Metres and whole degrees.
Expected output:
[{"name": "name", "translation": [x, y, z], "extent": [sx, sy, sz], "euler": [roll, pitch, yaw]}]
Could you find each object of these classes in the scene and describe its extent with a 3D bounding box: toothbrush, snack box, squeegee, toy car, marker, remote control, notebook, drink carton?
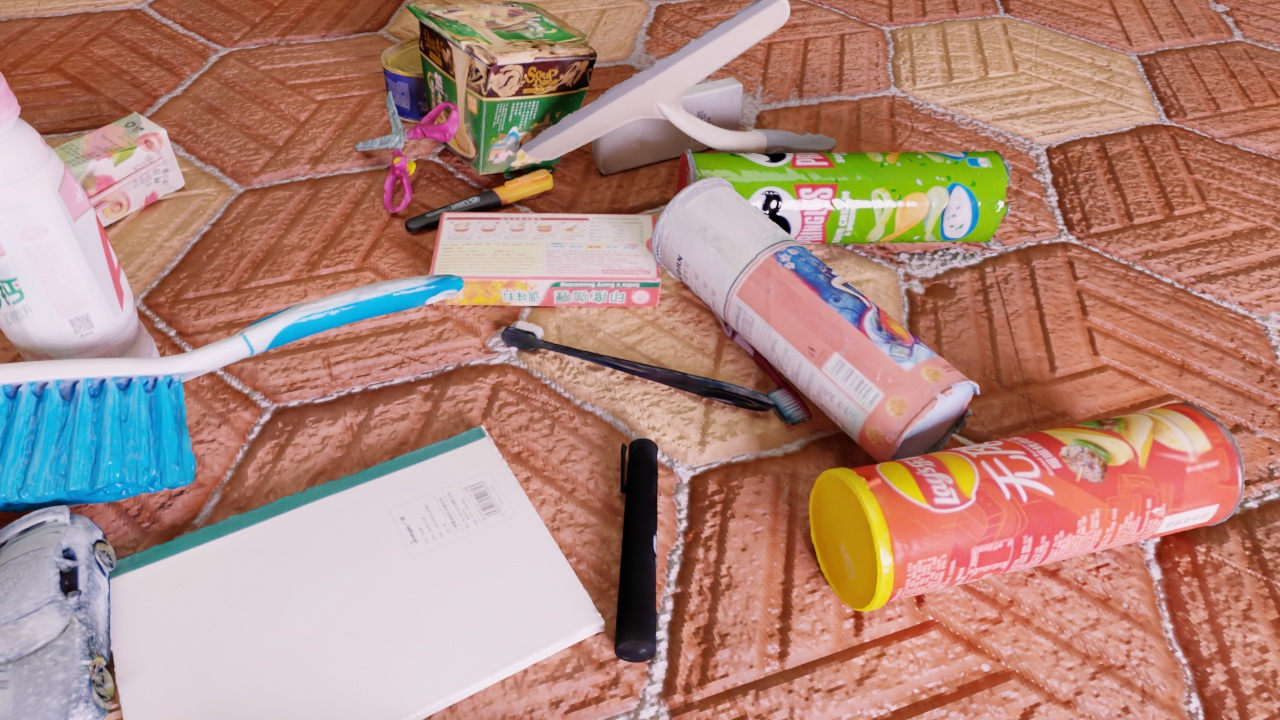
[{"name": "toothbrush", "translation": [0.056, -0.022, 0.610], "extent": [0.017, 0.016, 0.187], "euler": [-24, 50, -13]}, {"name": "snack box", "translation": [-0.113, -0.215, 0.729], "extent": [0.118, 0.106, 0.117], "euler": [-17, 45, -37]}, {"name": "snack box", "translation": [-0.065, -0.072, 0.645], "extent": [0.156, 0.027, 0.076], "euler": [0, 44, -3]}, {"name": "squeegee", "translation": [0.081, -0.173, 0.702], "extent": [0.246, 0.247, 0.039], "euler": [0, 77, -46]}, {"name": "toy car", "translation": [-0.272, 0.121, 0.415], "extent": [0.054, 0.037, 0.120], "euler": [-24, 52, -7]}, {"name": "marker", "translation": [-0.002, 0.094, 0.480], "extent": [0.022, 0.020, 0.131], "euler": [11, 43, -8]}, {"name": "remote control", "translation": [0.023, -0.195, 0.759], "extent": [0.135, 0.056, 0.019], "euler": [-19, 48, -22]}, {"name": "notebook", "translation": [-0.144, 0.117, 0.452], "extent": [0.208, 0.012, 0.150], "euler": [-20, 48, -23]}, {"name": "marker", "translation": [-0.122, -0.122, 0.703], "extent": [0.123, 0.015, 0.018], "euler": [-24, 46, -24]}, {"name": "drink carton", "translation": [-0.398, -0.127, 0.662], "extent": [0.045, 0.054, 0.122], "euler": [27, 49, 22]}, {"name": "toothbrush", "translation": [-0.003, 0.003, 0.577], "extent": [0.181, 0.016, 0.018], "euler": [16, 36, 15]}]

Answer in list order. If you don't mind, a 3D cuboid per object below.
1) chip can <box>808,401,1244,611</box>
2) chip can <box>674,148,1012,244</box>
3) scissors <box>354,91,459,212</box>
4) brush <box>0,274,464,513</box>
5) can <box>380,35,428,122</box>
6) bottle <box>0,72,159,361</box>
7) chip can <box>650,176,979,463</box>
[{"name": "chip can", "translation": [0.201, 0.073, 0.478], "extent": [0.216, 0.073, 0.073], "euler": [-9, 45, -13]}, {"name": "chip can", "translation": [0.147, -0.120, 0.677], "extent": [0.236, 0.072, 0.072], "euler": [-1, 44, -6]}, {"name": "scissors", "translation": [-0.183, -0.176, 0.717], "extent": [0.017, 0.124, 0.133], "euler": [27, 34, -46]}, {"name": "brush", "translation": [-0.247, 0.016, 0.494], "extent": [0.314, 0.061, 0.109], "euler": [-6, 76, -16]}, {"name": "can", "translation": [-0.159, -0.260, 0.821], "extent": [0.147, 0.049, 0.074], "euler": [-29, 52, -29]}, {"name": "bottle", "translation": [-0.320, -0.058, 0.490], "extent": [0.068, 0.197, 0.068], "euler": [2, 44, -2]}, {"name": "chip can", "translation": [0.097, -0.026, 0.554], "extent": [0.071, 0.071, 0.214], "euler": [-25, 54, -27]}]
